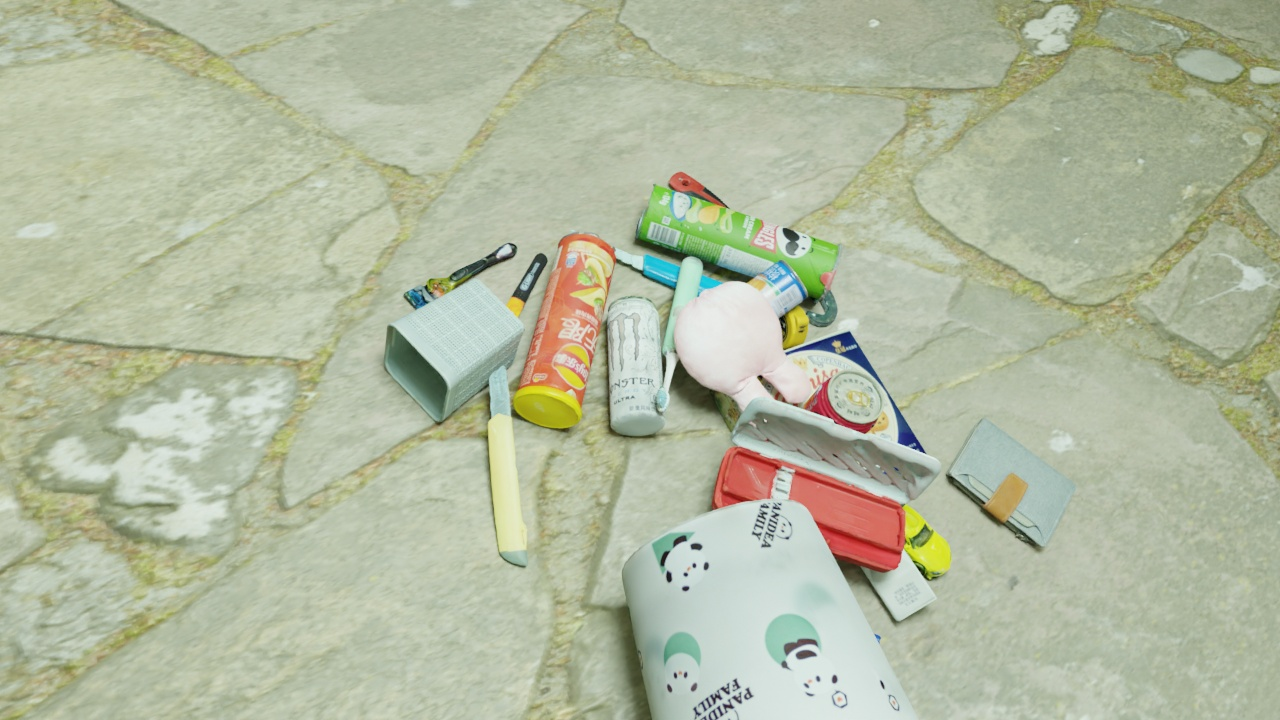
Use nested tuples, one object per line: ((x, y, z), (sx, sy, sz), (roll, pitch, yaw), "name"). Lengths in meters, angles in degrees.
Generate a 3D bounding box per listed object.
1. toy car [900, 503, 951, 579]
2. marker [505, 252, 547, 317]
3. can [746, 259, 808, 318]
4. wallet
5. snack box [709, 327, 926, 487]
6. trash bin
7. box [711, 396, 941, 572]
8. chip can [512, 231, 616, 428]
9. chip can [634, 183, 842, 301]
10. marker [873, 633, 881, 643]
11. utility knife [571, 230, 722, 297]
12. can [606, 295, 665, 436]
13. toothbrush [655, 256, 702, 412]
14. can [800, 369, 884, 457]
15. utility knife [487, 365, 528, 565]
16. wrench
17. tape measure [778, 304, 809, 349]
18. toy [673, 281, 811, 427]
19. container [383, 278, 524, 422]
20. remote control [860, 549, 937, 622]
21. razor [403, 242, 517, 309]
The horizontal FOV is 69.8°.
((0.291, 0.186, 0.983), (0.105, 0.032, 0.048), (45, 59, 10), "toy car")
((-0.132, -0.075, 1.023), (0.018, 0.015, 0.123), (27, 55, -5), "marker")
((0.118, -0.053, 1.028), (0.134, 0.053, 0.053), (-35, 73, -1), "can")
((0.423, 0.138, 1.046), (0.130, 0.037, 0.106), (38, 57, 8), "wallet")
((0.196, 0.071, 1.014), (0.177, 0.046, 0.182), (-19, 68, -23), "snack box")
((0.104, 0.271, 0.777), (0.229, 0.230, 0.251), (-8, 58, -20), "trash bin")
((0.181, 0.121, 0.898), (0.201, 0.100, 0.110), (20, 59, -4), "box")
((-0.078, -0.036, 0.983), (0.073, 0.073, 0.216), (15, 57, -7), "chip can")
((0.115, -0.139, 1.084), (0.236, 0.072, 0.072), (18, 57, 2), "chip can")
((0.172, 0.252, 0.920), (0.146, 0.017, 0.016), (26, 57, 0), "marker")
((0.026, -0.105, 1.082), (0.234, 0.018, 0.034), (22, 56, -4), "utility knife")
((-0.006, 0.006, 0.986), (0.058, 0.058, 0.146), (5, 60, -13), "can")
((0.040, -0.031, 0.998), (0.026, 0.027, 0.223), (-4, 46, 19), "toothbrush")
((0.202, 0.056, 0.940), (0.066, 0.094, 0.066), (6, 60, -11), "can")
((-0.133, 0.101, 0.903), (0.031, 0.021, 0.201), (-6, 78, -6), "utility knife")
((0.141, -0.144, 1.140), (0.273, 0.016, 0.056), (44, 59, 11), "wrench")
((0.174, -0.042, 1.065), (0.028, 0.057, 0.060), (-6, 37, -22), "tape measure")
((0.108, -0.005, 0.968), (0.121, 0.054, 0.159), (-36, 92, -18), "toy")
((-0.186, -0.015, 0.931), (0.090, 0.090, 0.111), (44, 56, 10), "container")
((0.251, 0.205, 0.955), (0.049, 0.024, 0.125), (-34, 72, 5), "remote control")
((-0.191, -0.096, 1.014), (0.142, 0.022, 0.042), (-36, 78, -30), "razor")
